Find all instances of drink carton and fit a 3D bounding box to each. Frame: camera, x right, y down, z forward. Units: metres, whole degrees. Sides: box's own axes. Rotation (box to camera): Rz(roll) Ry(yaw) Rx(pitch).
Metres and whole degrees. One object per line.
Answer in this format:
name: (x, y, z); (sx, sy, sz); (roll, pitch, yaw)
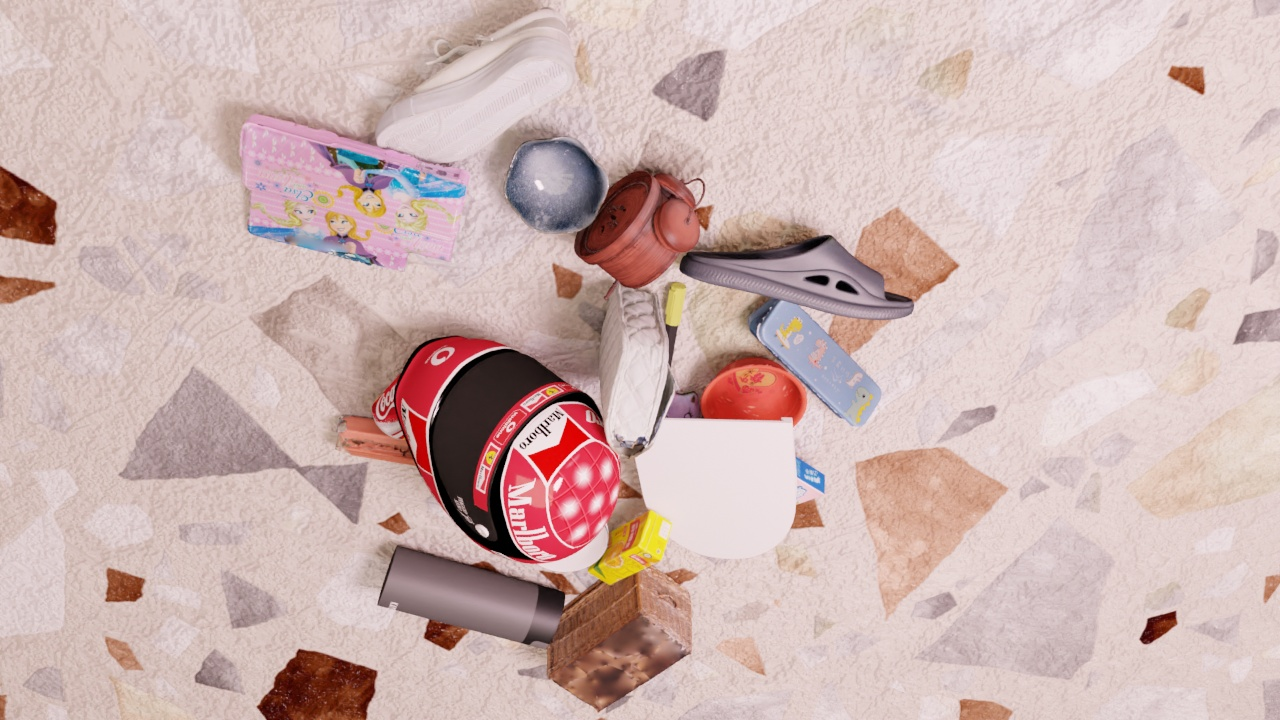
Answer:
drink carton: (-0.013, 0.248, 1.207); (0.043, 0.058, 0.135); (33, 141, -15)

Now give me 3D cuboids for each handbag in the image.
handbag: (-0.006, 0.006, 1.033); (0.072, 0.194, 0.139); (9, 116, -8)

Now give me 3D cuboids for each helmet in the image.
helmet: (-0.134, 0.112, 1.044); (0.197, 0.225, 0.271); (-45, 136, -30)

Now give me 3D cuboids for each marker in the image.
marker: (0.036, -0.035, 1.111); (0.021, 0.017, 0.124); (-23, 132, -43)

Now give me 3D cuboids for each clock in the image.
clock: (0.005, -0.146, 0.994); (0.158, 0.120, 0.072); (-37, 122, 24)

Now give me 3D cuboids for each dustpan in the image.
dustpan: (0.100, 0.149, 1.158); (0.192, 0.053, 0.258); (1, 131, 13)

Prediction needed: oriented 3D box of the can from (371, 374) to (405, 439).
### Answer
can: (-0.271, 0.043, 1.110); (0.064, 0.064, 0.105); (39, 110, -21)

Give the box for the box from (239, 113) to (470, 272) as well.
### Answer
box: (-0.312, -0.164, 0.994); (0.230, 0.035, 0.160); (14, 132, -11)

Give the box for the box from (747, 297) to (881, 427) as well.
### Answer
box: (0.219, 0.006, 1.114); (0.068, 0.058, 0.210); (-41, 119, 16)

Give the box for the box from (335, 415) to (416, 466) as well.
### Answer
box: (-0.288, 0.100, 1.152); (0.188, 0.056, 0.063); (10, 81, -11)

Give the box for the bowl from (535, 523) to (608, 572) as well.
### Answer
bowl: (-0.100, 0.219, 1.217); (0.113, 0.063, 0.114); (-1, 118, -3)

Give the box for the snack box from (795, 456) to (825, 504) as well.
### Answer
snack box: (0.155, 0.141, 1.176); (0.154, 0.033, 0.088); (32, 140, -27)

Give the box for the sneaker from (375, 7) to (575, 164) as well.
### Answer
sneaker: (-0.170, -0.282, 0.940); (0.243, 0.090, 0.089); (-19, 150, 27)

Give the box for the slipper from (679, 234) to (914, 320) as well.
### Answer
slipper: (0.181, -0.108, 1.043); (0.268, 0.110, 0.083); (11, 102, -3)

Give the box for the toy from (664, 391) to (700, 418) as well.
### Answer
toy: (0.035, 0.083, 1.166); (0.080, 0.036, 0.100); (-1, 120, -2)

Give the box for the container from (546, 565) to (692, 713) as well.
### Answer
container: (-0.031, 0.384, 1.283); (0.199, 0.112, 0.114); (-40, 114, 18)

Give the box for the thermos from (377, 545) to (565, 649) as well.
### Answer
thermos: (-0.229, 0.326, 1.257); (0.240, 0.082, 0.082); (19, 116, -13)

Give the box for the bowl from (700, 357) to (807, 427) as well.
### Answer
bowl: (0.139, 0.040, 1.135); (0.130, 0.045, 0.131); (2, 133, 2)

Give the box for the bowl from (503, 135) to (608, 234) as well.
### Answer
bowl: (-0.092, -0.195, 0.996); (0.110, 0.055, 0.110); (-2, 118, -3)
